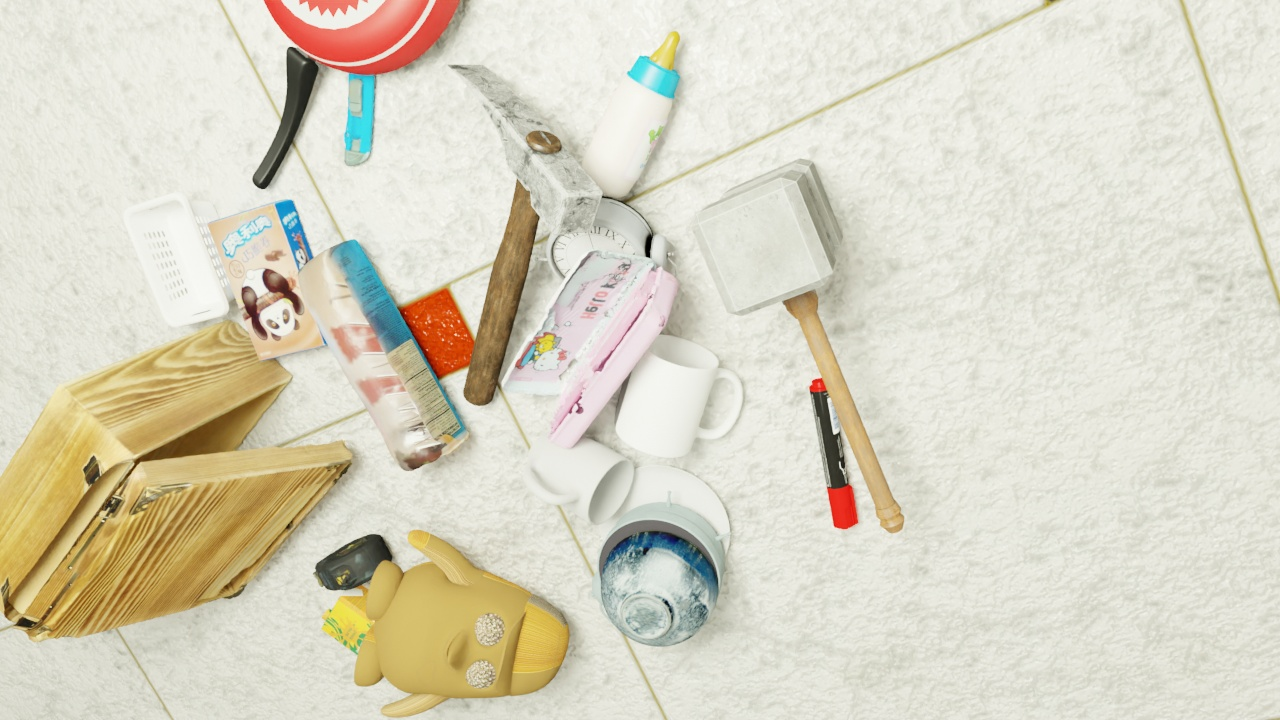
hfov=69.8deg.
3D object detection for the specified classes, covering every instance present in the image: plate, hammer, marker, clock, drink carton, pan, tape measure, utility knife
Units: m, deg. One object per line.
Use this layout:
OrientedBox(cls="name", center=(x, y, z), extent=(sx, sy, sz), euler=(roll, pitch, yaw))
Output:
OrientedBox(cls="plate", center=(0.024, 0.165, 0.922), extent=(0.135, 0.011, 0.135), euler=(5, 109, 14))
OrientedBox(cls="hammer", center=(-0.140, -0.097, 0.850), extent=(0.217, 0.037, 0.301), euler=(52, 138, 32))
OrientedBox(cls="marker", center=(0.179, 0.086, 0.848), extent=(0.023, 0.021, 0.145), euler=(-14, 105, -4))
OrientedBox(cls="clock", center=(-0.026, -0.094, 0.820), extent=(0.122, 0.035, 0.095), euler=(23, 137, -8))
OrientedBox(cls="hammer", center=(0.153, 0.003, 0.750), extent=(0.083, 0.162, 0.318), euler=(-21, 101, 20))
OrientedBox(cls="drink carton", center=(-0.298, 0.307, 1.043), extent=(0.122, 0.041, 0.058), euler=(35, 113, 2))
OrientedBox(cls="clock", center=(0.015, 0.211, 0.908), extent=(0.122, 0.045, 0.160), euler=(34, 114, 3))
OrientedBox(cls="pan", center=(-0.288, -0.303, 0.823), extent=(0.209, 0.067, 0.357), euler=(40, 110, 10))
OrientedBox(cls="tape measure", center=(-0.311, 0.221, 1.002), extent=(0.072, 0.072, 0.042), euler=(-20, 97, 49))
OrientedBox(cls="marker", center=(-0.005, 0.005, 0.872), extent=(0.016, 0.022, 0.139), euler=(15, 111, -4))
OrientedBox(cls="utility knife", center=(-0.264, -0.268, 0.860), extent=(0.031, 0.015, 0.174), euler=(11, 108, 10))

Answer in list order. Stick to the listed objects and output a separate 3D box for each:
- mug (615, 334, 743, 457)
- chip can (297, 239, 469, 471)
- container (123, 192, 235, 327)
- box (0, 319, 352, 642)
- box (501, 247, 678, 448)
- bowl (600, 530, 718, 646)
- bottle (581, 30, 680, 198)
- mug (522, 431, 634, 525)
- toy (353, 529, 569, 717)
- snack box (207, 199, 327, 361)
OrientedBox(cls="mug", center=(0.041, 0.035, 0.849), extent=(0.110, 0.073, 0.091), euler=(10, 112, -15))
OrientedBox(cls="chip can", center=(-0.258, -0.003, 0.910), extent=(0.080, 0.079, 0.229), euler=(-25, 99, 21))
OrientedBox(cls="container", center=(-0.466, -0.106, 0.949), extent=(0.081, 0.049, 0.129), euler=(-11, 104, 19))
OrientedBox(cls="box", center=(-0.488, 0.147, 0.926), extent=(0.215, 0.256, 0.280), euler=(47, 113, 0))
OrientedBox(cls="box", center=(-0.055, -0.017, 0.821), extent=(0.095, 0.087, 0.203), euler=(30, 131, -9))
OrientedBox(cls="bowl", center=(0.012, 0.223, 0.855), extent=(0.114, 0.060, 0.114), euler=(4, 108, 13))
OrientedBox(cls="bottle", center=(-0.002, -0.212, 0.784), extent=(0.051, 0.051, 0.146), euler=(31, 113, 4))
OrientedBox(cls="mug", center=(-0.073, 0.110, 0.879), extent=(0.089, 0.107, 0.071), euler=(27, 111, 27))
OrientedBox(cls="toy", center=(-0.176, 0.286, 0.947), extent=(0.203, 0.162, 0.198), euler=(10, 93, 0))
OrientedBox(cls="snack box", center=(-0.374, -0.081, 0.941), extent=(0.087, 0.034, 0.151), euler=(-12, 103, 19))
